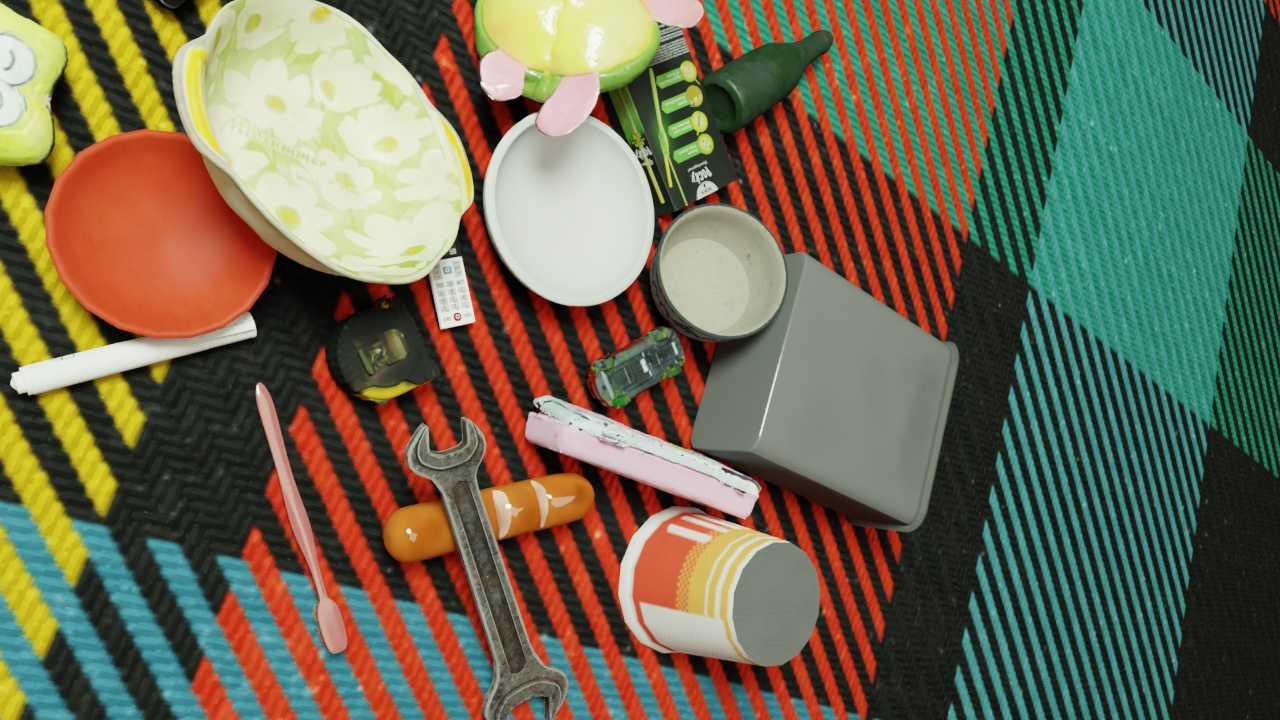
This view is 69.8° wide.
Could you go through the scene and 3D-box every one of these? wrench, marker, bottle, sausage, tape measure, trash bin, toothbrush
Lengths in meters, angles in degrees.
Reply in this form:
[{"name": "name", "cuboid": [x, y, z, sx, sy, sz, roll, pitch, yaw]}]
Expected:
[{"name": "wrench", "cuboid": [-0.105, 0.159, 0.645, 0.069, 0.010, 0.273, -27, 119, -29]}, {"name": "marker", "cuboid": [-0.297, -0.005, 0.546, 0.133, 0.020, 0.017, -20, 104, -35]}, {"name": "bottle", "cuboid": [0.124, -0.267, 0.845, 0.173, 0.055, 0.055, -39, 110, -32]}, {"name": "sausage", "cuboid": [-0.107, 0.112, 0.665, 0.164, 0.045, 0.039, -8, 88, -36]}, {"name": "tape measure", "cuboid": [-0.178, -0.005, 0.622, 0.062, 0.038, 0.067, -30, 106, -33]}, {"name": "trash bin", "cuboid": [0.175, 0.033, 0.845, 0.219, 0.098, 0.191, 26, 73, -31]}, {"name": "toothbrush", "cuboid": [-0.225, 0.104, 0.601, 0.015, 0.016, 0.184, -18, 96, -35]}]

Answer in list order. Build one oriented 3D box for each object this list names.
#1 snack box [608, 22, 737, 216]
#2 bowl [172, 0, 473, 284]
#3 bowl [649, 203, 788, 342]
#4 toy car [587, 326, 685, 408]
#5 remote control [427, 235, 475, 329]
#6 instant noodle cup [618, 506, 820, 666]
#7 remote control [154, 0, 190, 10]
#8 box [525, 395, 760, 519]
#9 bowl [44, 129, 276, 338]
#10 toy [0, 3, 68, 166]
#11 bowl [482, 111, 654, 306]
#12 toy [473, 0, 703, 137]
[{"name": "snack box", "cuboid": [0.023, -0.208, 0.785, 0.080, 0.025, 0.147, -32, 107, -33]}, {"name": "bowl", "cuboid": [-0.200, -0.128, 0.572, 0.219, 0.060, 0.188, -2, 73, -59]}, {"name": "bowl", "cuboid": [0.059, -0.068, 0.775, 0.115, 0.059, 0.115, 4, 77, -17]}, {"name": "toy car", "cuboid": [-0.004, 0.004, 0.750, 0.091, 0.036, 0.042, -32, 107, -34]}, {"name": "remote control", "cuboid": [-0.147, -0.086, 0.665, 0.028, 0.012, 0.124, -15, 97, -36]}, {"name": "instant noodle cup", "cuboid": [0.068, 0.186, 0.743, 0.123, 0.121, 0.123, 2, 87, -36]}, {"name": "remote control", "cuboid": [-0.260, -0.278, 0.585, 0.041, 0.020, 0.151, 48, 62, -24]}, {"name": "box", "cuboid": [0.007, 0.076, 0.727, 0.202, 0.086, 0.044, 25, 83, -33]}, {"name": "bowl", "cuboid": [-0.285, -0.073, 0.548, 0.121, 0.035, 0.122, 2, 87, -36]}, {"name": "toy", "cuboid": [-0.371, -0.151, 0.483, 0.115, 0.046, 0.092, 10, 85, -28]}, {"name": "bowl", "cuboid": [-0.061, -0.114, 0.709, 0.149, 0.043, 0.149, 2, 86, -36]}, {"name": "toy", "cuboid": [-0.049, -0.267, 0.692, 0.190, 0.088, 0.237, 16, 62, 4]}]
